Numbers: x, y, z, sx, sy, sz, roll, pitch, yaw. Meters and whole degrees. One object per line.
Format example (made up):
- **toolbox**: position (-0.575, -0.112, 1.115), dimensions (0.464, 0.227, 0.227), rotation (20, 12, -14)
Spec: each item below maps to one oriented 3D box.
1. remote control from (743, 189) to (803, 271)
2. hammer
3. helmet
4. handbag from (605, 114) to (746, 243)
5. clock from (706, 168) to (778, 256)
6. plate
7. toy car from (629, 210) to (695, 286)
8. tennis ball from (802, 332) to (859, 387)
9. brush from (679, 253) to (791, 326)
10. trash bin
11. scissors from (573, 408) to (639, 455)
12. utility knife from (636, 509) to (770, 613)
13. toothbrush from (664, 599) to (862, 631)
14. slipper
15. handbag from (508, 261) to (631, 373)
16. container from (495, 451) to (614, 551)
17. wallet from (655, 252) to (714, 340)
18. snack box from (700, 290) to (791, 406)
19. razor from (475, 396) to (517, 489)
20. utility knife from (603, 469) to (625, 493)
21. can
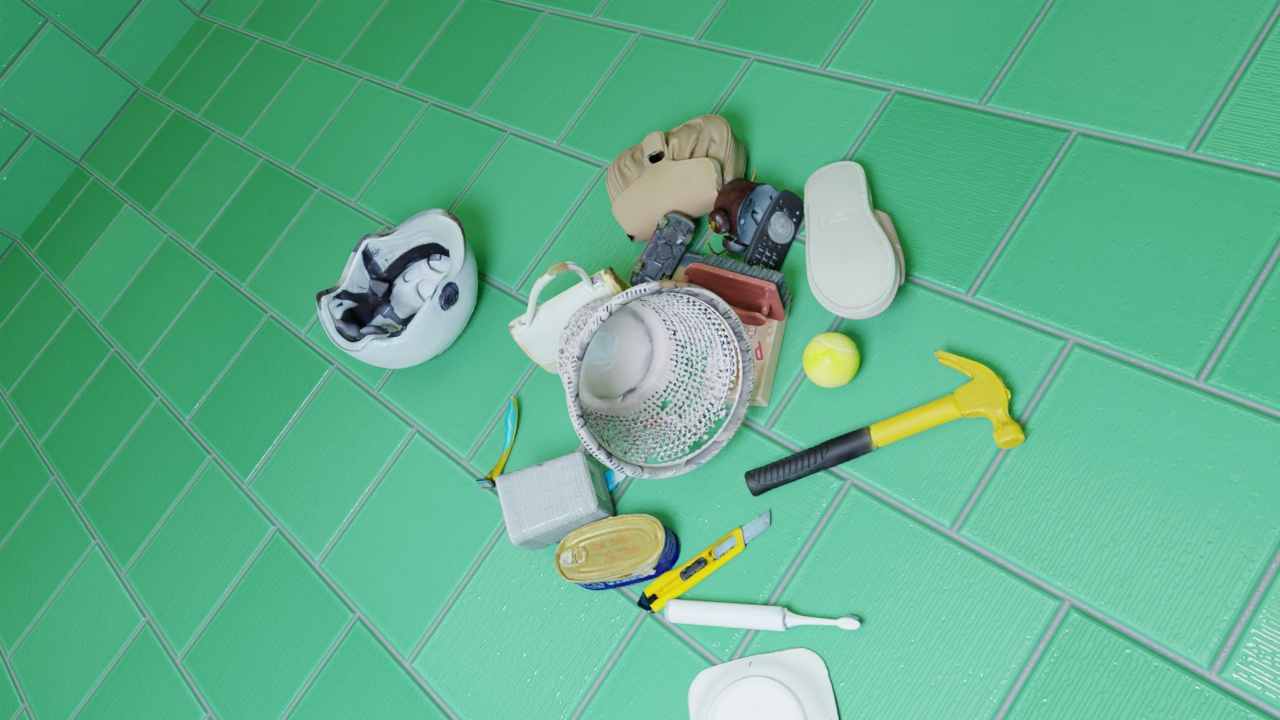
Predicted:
- **remote control**: position (0.170, -0.157, 1.197), dimensions (0.136, 0.053, 0.024), rotation (-65, 20, -7)
- **hammer**: position (0.258, 0.085, 1.020), dimensions (0.301, 0.033, 0.128), rotation (-24, 54, 17)
- **helmet**: position (-0.345, -0.092, 1.403), dimensions (0.229, 0.146, 0.258), rotation (25, 70, 36)
- **handbag**: position (0.045, -0.260, 1.296), dimensions (0.205, 0.099, 0.147), rotation (-20, 57, 25)
- **clock**: position (0.133, -0.190, 1.216), dimensions (0.122, 0.082, 0.055), rotation (-51, 47, -6)
- **plate**: position (0.121, 0.381, 0.934), dimensions (0.164, 0.034, 0.163), rotation (-21, 55, 20)
- **toy car**: position (0.029, -0.148, 1.260), dimensions (0.121, 0.053, 0.045), rotation (-58, 10, 12)
- **tennis ball**: position (0.222, 0.000, 1.068), dimensions (0.066, 0.065, 0.065), rotation (-14, 58, 23)
- **brush**: position (0.111, -0.088, 1.146), dimensions (0.146, 0.063, 0.069), rotation (22, 63, 36)
- **trash bin**: position (-0.006, 0.007, 1.102), dimensions (0.227, 0.227, 0.192), rotation (-52, 24, -5)
- **scissors**: position (-0.076, 0.122, 1.212), dimensions (0.160, 0.014, 0.178), rotation (1, 67, 34)
- **utility knife**: position (0.073, 0.231, 1.058), dimensions (0.192, 0.015, 0.033), rotation (-37, 54, 7)
- **toothbrush**: position (0.129, 0.277, 0.992), dimensions (0.221, 0.026, 0.027), rotation (-5, 100, 29)
- **slipper**: position (0.258, -0.146, 1.134), dimensions (0.114, 0.054, 0.273), rotation (-18, 45, 17)
- **handbag**: position (-0.093, -0.060, 1.216), dimensions (0.163, 0.178, 0.063), rotation (-28, 58, 12)
- **container**: position (-0.102, 0.171, 1.129), dimensions (0.114, 0.090, 0.090), rotation (-21, 69, 9)
- **wallet**: position (0.070, -0.085, 1.228), dimensions (0.090, 0.033, 0.115), rotation (18, 75, 39)
- **snack box**: position (0.133, -0.020, 1.156), dimensions (0.085, 0.026, 0.157), rotation (2, 65, 31)
- **razor**: position (-0.191, 0.114, 1.271), dimensions (0.043, 0.028, 0.132), rotation (-19, 52, 59)
- **utility knife**: position (-0.083, 0.180, 1.177), dimensions (0.162, 0.018, 0.034), rotation (-32, 52, 10)
- **can**: position (-0.028, 0.230, 1.096), dimensions (0.148, 0.049, 0.074), rotation (-18, 56, 21)
